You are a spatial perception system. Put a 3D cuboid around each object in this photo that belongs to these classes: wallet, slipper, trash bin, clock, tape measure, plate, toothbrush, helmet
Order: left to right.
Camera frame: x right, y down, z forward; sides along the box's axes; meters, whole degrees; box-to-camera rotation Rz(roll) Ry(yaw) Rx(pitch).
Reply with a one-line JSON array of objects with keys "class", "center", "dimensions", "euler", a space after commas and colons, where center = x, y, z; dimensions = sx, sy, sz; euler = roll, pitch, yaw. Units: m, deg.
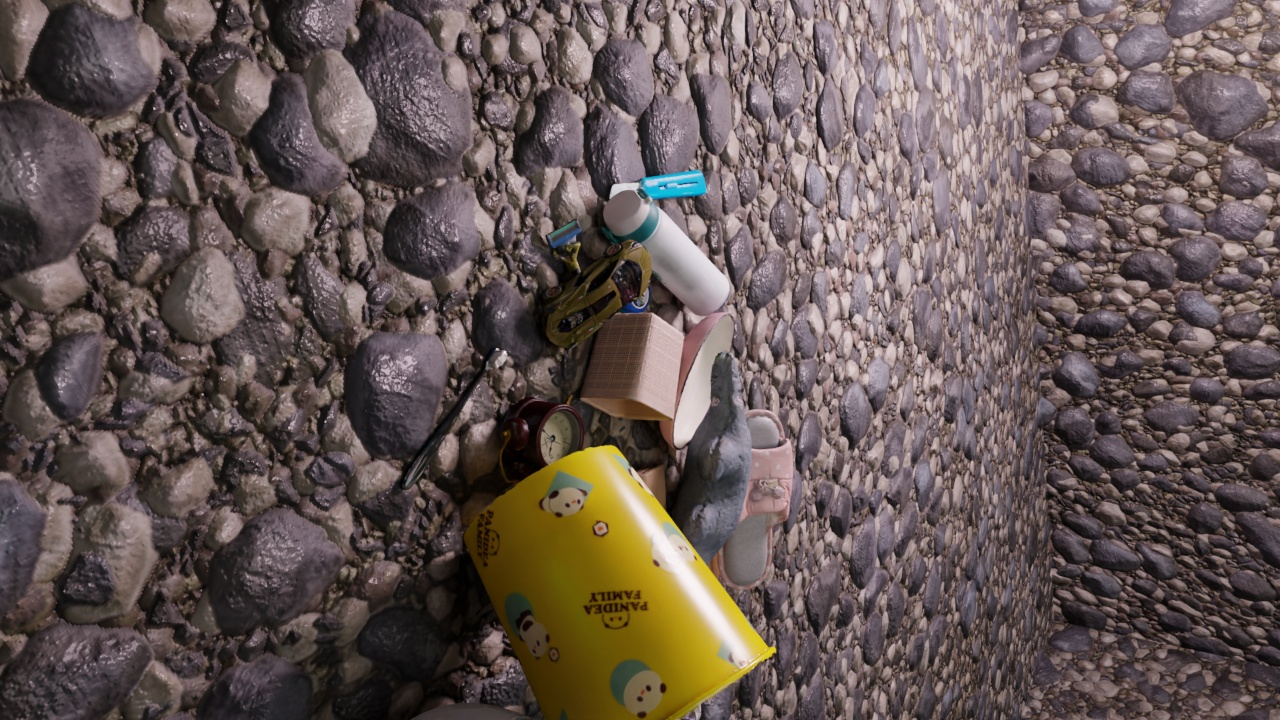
[{"class": "helmet", "center": [-0.194, 0.429, 0.837], "dimensions": [0.258, 0.146, 0.229], "euler": [-53, 132, -25]}, {"class": "toothbrush", "center": [-0.185, 0.056, 0.919], "dimensions": [0.180, 0.018, 0.016], "euler": [-59, 139, -30]}, {"class": "clock", "center": [-0.112, 0.088, 0.988], "dimensions": [0.121, 0.055, 0.082], "euler": [-33, 120, -45]}, {"class": "trash bin", "center": [-0.033, 0.238, 0.903], "dimensions": [0.229, 0.230, 0.255], "euler": [-7, 58, -53]}, {"class": "tape measure", "center": [-0.013, -0.084, 1.131], "dimensions": [0.058, 0.025, 0.054], "euler": [49, 57, -39]}, {"class": "wallet", "center": [0.010, 0.194, 1.177], "dimensions": [0.090, 0.033, 0.115], "euler": [-15, 106, -68]}, {"class": "plate", "center": [0.068, 0.022, 1.204], "dimensions": [0.191, 0.039, 0.193], "euler": [-56, 159, -35]}, {"class": "slipper", "center": [0.161, 0.205, 1.319], "dimensions": [0.114, 0.054, 0.274], "euler": [1, 102, -19]}]

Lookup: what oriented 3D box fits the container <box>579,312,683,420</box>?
[{"class": "container", "center": [-0.007, 0.006, 1.099], "dimensions": [0.090, 0.090, 0.110], "euler": [31, 65, -51]}]

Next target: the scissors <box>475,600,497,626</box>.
[{"class": "scissors", "center": [-0.112, 0.245, 1.022], "dimensions": [0.142, 0.014, 0.172], "euler": [38, 53, -33]}]

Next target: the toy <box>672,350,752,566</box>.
[{"class": "toy", "center": [0.092, 0.162, 1.215], "dimensions": [0.137, 0.091, 0.356], "euler": [0, 103, -65]}]

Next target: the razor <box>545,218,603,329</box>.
[{"class": "razor", "center": [-0.070, -0.095, 1.054], "dimensions": [0.042, 0.022, 0.143], "euler": [-32, 126, -16]}]

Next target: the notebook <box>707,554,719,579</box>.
[{"class": "notebook", "center": [0.084, 0.274, 1.315], "dimensions": [0.149, 0.012, 0.211], "euler": [47, 57, -47]}]

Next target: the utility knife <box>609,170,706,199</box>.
[{"class": "utility knife", "center": [0.023, -0.221, 1.173], "dimensions": [0.202, 0.018, 0.034], "euler": [-20, 110, -50]}]

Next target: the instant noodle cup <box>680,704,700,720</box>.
[{"class": "instant noodle cup", "center": [-0.004, 0.335, 1.064], "dimensions": [0.060, 0.174, 0.138], "euler": [-12, 104, -31]}]

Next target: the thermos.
[{"class": "thermos", "center": [0.032, -0.133, 1.156], "dimensions": [0.224, 0.073, 0.073], "euler": [38, 63, -48]}]

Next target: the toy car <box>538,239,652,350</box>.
[{"class": "toy car", "center": [-0.047, -0.076, 1.039], "dimensions": [0.158, 0.042, 0.070], "euler": [-40, 129, -15]}]
